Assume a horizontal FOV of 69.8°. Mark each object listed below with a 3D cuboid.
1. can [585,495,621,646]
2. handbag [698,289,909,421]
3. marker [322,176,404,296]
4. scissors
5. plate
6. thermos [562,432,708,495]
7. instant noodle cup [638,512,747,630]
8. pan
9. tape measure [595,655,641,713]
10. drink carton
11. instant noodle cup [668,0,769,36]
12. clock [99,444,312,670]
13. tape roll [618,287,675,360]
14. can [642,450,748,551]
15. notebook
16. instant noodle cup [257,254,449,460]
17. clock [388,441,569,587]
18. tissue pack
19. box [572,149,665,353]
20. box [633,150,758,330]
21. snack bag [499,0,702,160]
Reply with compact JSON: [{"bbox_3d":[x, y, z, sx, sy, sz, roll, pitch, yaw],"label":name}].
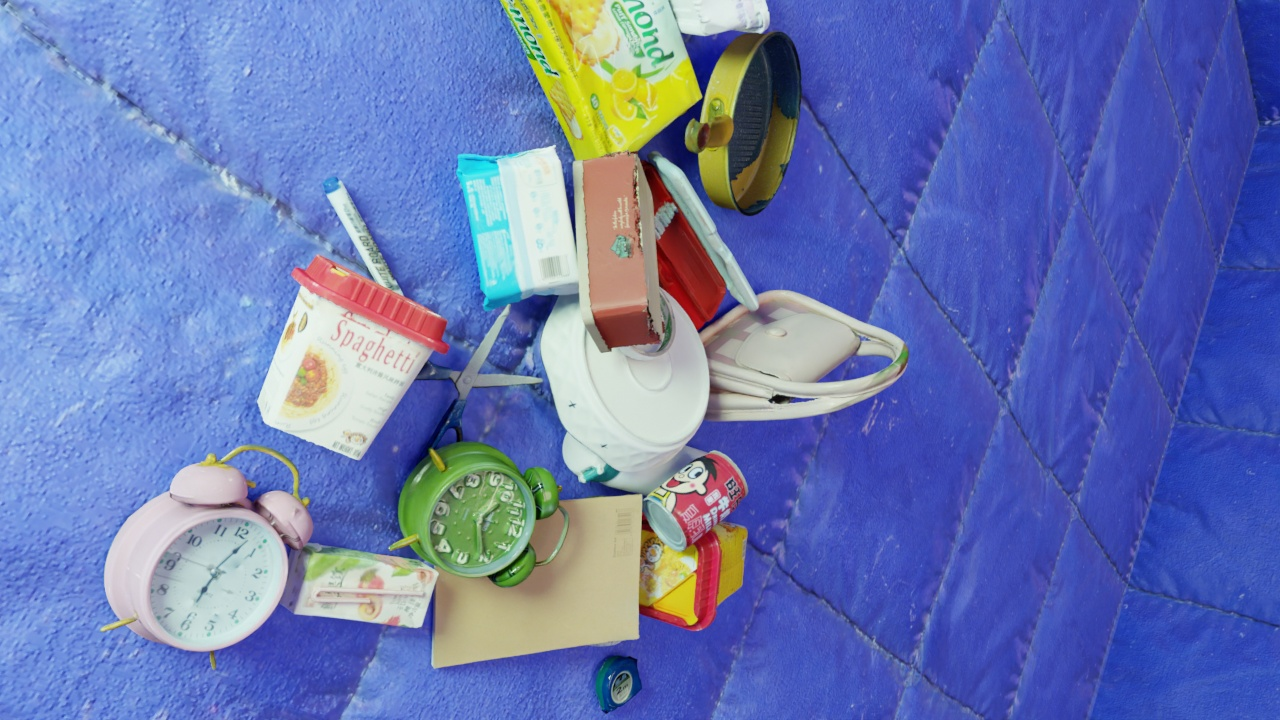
[{"bbox_3d":[-0.041,0.218,0.953,0.058,0.058,0.147,-1,97,-45],"label":"can"},{"bbox_3d":[0.183,0.001,1.017,0.192,0.235,0.093,-33,120,-37],"label":"handbag"},{"bbox_3d":[-0.220,-0.083,0.756,0.016,0.017,0.146,-43,124,-32],"label":"marker"},{"bbox_3d":[-0.166,0.021,0.808,0.162,0.012,0.174,28,90,-36],"label":"scissors"},{"bbox_3d":[-0.005,0.005,0.916,0.204,0.046,0.204,17,64,-39],"label":"plate"},{"bbox_3d":[0.011,0.111,0.985,0.224,0.073,0.073,22,81,-44],"label":"thermos"},{"bbox_3d":[0.056,0.224,1.022,0.123,0.116,0.116,-4,100,-57],"label":"instant noodle cup"},{"bbox_3d":[0.100,-0.238,0.939,0.356,0.078,0.198,-25,126,-57],"label":"pan"},{"bbox_3d":[-0.026,0.354,1.013,0.058,0.025,0.054,-25,111,-45],"label":"tape measure"},{"bbox_3d":[-0.233,0.188,0.764,0.122,0.046,0.053,24,80,-44],"label":"drink carton"},{"bbox_3d":[0.045,-0.376,0.884,0.060,0.173,0.138,-32,120,-9],"label":"instant noodle cup"},{"bbox_3d":[-0.308,0.137,0.671,0.117,0.060,0.158,42,65,-41],"label":"clock"},{"bbox_3d":[0.000,-0.042,0.897,0.085,0.014,0.085,18,63,-38],"label":"tape roll"},{"bbox_3d":[0.057,0.142,0.941,0.093,0.066,0.066,-34,119,-24],"label":"can"},{"bbox_3d":[-0.094,0.209,0.885,0.211,0.012,0.149,0,96,-26],"label":"notebook"},{"bbox_3d":[-0.224,-0.001,0.696,0.116,0.117,0.124,27,88,-29],"label":"instant noodle cup"},{"bbox_3d":[-0.135,0.139,0.815,0.161,0.056,0.116,22,90,-32],"label":"clock"},{"bbox_3d":[-0.108,-0.119,0.814,0.090,0.063,0.140,-12,107,-9],"label":"tissue pack"},{"bbox_3d":[-0.012,-0.099,0.832,0.091,0.077,0.168,63,21,-65],"label":"box"},{"bbox_3d":[0.056,-0.123,0.970,0.095,0.098,0.201,-56,130,-25],"label":"box"},{"bbox_3d":[-0.042,-0.308,0.862,0.157,0.068,0.247,-46,127,-29],"label":"snack bag"}]
